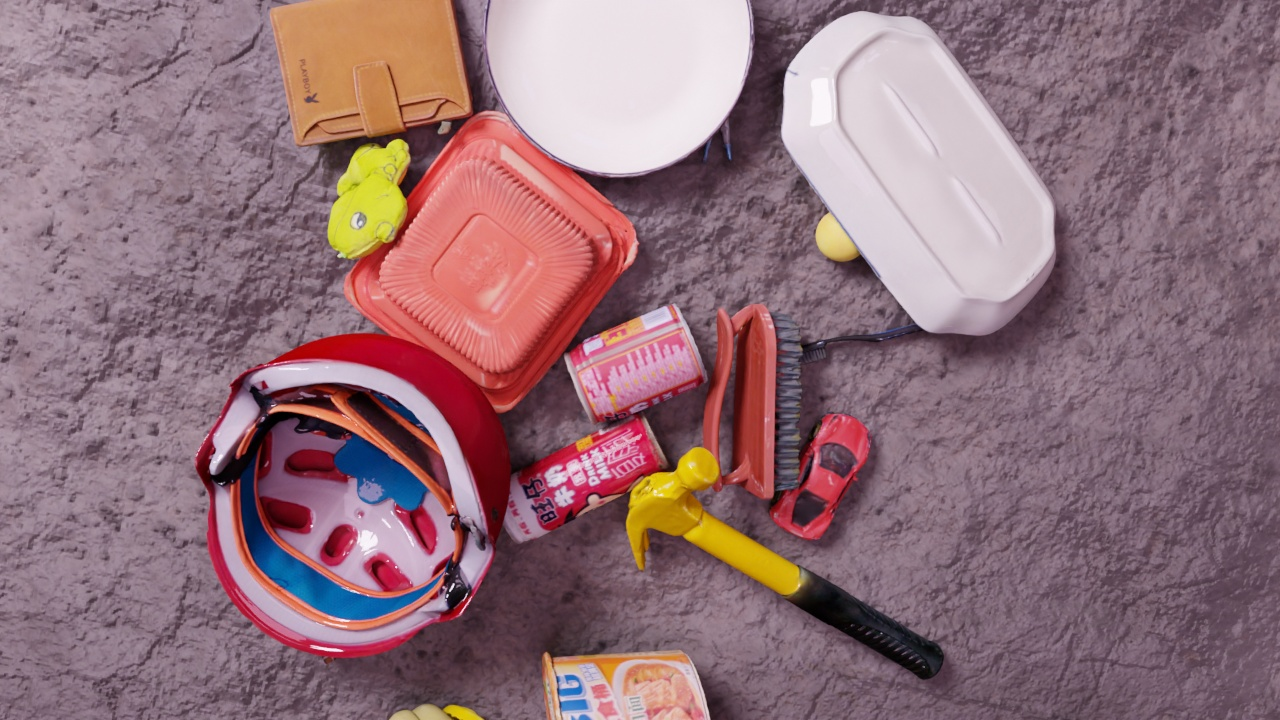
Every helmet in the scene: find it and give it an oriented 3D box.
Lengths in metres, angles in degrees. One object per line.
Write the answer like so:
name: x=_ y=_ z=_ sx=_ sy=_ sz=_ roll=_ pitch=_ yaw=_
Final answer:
helmet: x=-0.192 y=0.085 z=0.661 sx=0.207 sy=0.143 sz=0.241 roll=31 pitch=118 yaw=-4

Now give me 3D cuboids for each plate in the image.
plate: x=-0.016 y=-0.231 z=0.663 sx=0.192 sy=0.039 sz=0.192 roll=0 pitch=105 yaw=0
plate: x=0.219 y=-0.141 z=0.683 sx=0.161 sy=0.034 sz=0.266 roll=-41 pitch=99 yaw=-14

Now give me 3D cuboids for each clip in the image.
clip: x=0.060 y=-0.179 z=0.696 sx=0.043 sy=0.026 sz=0.058 roll=1 pitch=94 yaw=4

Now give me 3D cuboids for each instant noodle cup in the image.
instant noodle cup: x=-0.010 y=0.292 z=0.701 sx=0.111 sy=0.151 sz=0.151 roll=-6 pitch=98 yaw=-11
instant noodle cup: x=-0.108 y=-0.070 z=0.673 sx=0.164 sy=0.079 sz=0.189 roll=37 pitch=93 yaw=-8

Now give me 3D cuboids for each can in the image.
can: x=-0.046 y=0.091 z=0.711 sx=0.133 sy=0.053 sz=0.053 roll=-27 pitch=99 yaw=0
can: x=-0.004 y=0.004 z=0.695 sx=0.094 sy=0.066 sz=0.066 roll=-23 pitch=99 yaw=0

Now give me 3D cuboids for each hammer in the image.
hammer: x=0.118 y=0.174 z=0.723 sx=0.300 sy=0.032 sz=0.129 roll=32 pitch=133 yaw=-15

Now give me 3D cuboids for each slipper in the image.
slipper: x=-0.119 y=0.339 z=0.737 sx=0.190 sy=0.092 sz=0.081 roll=44 pitch=53 yaw=1

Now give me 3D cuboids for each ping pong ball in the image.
ping pong ball: x=0.155 y=-0.096 z=0.703 sx=0.040 sy=0.040 sz=0.040 roll=0 pitch=98 yaw=-4

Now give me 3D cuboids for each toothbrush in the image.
toothbrush: x=0.209 y=-0.022 z=0.731 sx=0.189 sy=0.014 sz=0.016 roll=-12 pitch=99 yaw=-3

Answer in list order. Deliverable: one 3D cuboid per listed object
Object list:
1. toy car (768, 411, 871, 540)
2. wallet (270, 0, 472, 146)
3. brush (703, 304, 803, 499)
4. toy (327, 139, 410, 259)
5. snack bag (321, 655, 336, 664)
toy car: x=0.146 y=0.092 z=0.735 sx=0.049 sy=0.031 sz=0.106 roll=29 pitch=93 yaw=-8
wallet: x=-0.192 y=-0.210 z=0.668 sx=0.130 sy=0.035 sz=0.119 roll=-12 pitch=85 yaw=-2
brush: x=0.085 y=0.029 z=0.706 sx=0.069 sy=0.063 sz=0.146 roll=-1 pitch=97 yaw=-17
toy: x=-0.195 y=-0.114 z=0.660 sx=0.031 sy=0.097 sz=0.100 roll=39 pitch=66 yaw=-46
snack bag: x=-0.217 y=0.198 z=0.731 sx=0.104 sy=0.026 sz=0.048 roll=-27 pitch=87 yaw=0
